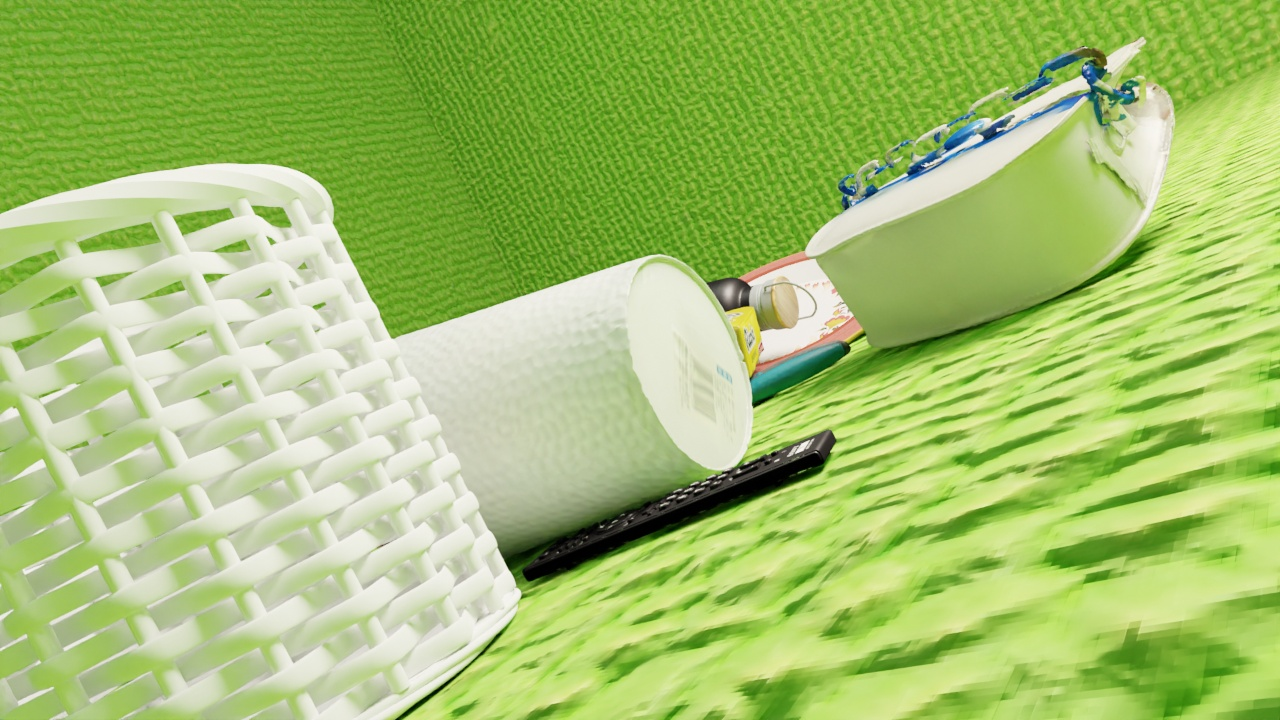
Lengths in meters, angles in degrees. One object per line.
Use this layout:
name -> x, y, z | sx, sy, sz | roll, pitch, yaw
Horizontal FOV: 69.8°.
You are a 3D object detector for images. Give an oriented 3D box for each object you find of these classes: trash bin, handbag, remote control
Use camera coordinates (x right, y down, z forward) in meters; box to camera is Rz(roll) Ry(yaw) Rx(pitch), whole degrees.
trash bin -> -0.040, 0.024, 0.458 | 0.162, 0.133, 0.133 | -20, 4, 31
handbag -> 0.201, -0.111, 0.527 | 0.199, 0.093, 0.201 | -48, 13, -32
remote control -> 0.013, 0.060, 0.372 | 0.140, 0.009, 0.030 | -26, 1, 24

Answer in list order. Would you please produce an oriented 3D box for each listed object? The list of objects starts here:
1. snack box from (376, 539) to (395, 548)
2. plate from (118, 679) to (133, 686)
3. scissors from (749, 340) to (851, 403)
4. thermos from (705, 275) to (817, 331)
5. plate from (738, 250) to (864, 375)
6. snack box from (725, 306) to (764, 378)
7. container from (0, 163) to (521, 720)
snack box -> -0.119, 0.089, 0.627 | 0.121, 0.072, 0.072 | -26, 1, 10
plate -> -0.302, 0.192, 0.686 | 0.208, 0.015, 0.209 | -25, -9, -4
scissors -> 0.073, 0.022, 0.618 | 0.135, 0.019, 0.139 | -27, 2, -34
thermos -> 0.039, -0.030, 0.776 | 0.232, 0.061, 0.061 | -12, 9, 34
plate -> 0.124, -0.037, 0.807 | 0.230, 0.021, 0.229 | -24, 23, 10
snack box -> -0.004, 0.004, 0.675 | 0.181, 0.045, 0.121 | -11, 7, 13
container -> -0.169, 0.053, 0.351 | 0.189, 0.187, 0.189 | -27, 1, 0
